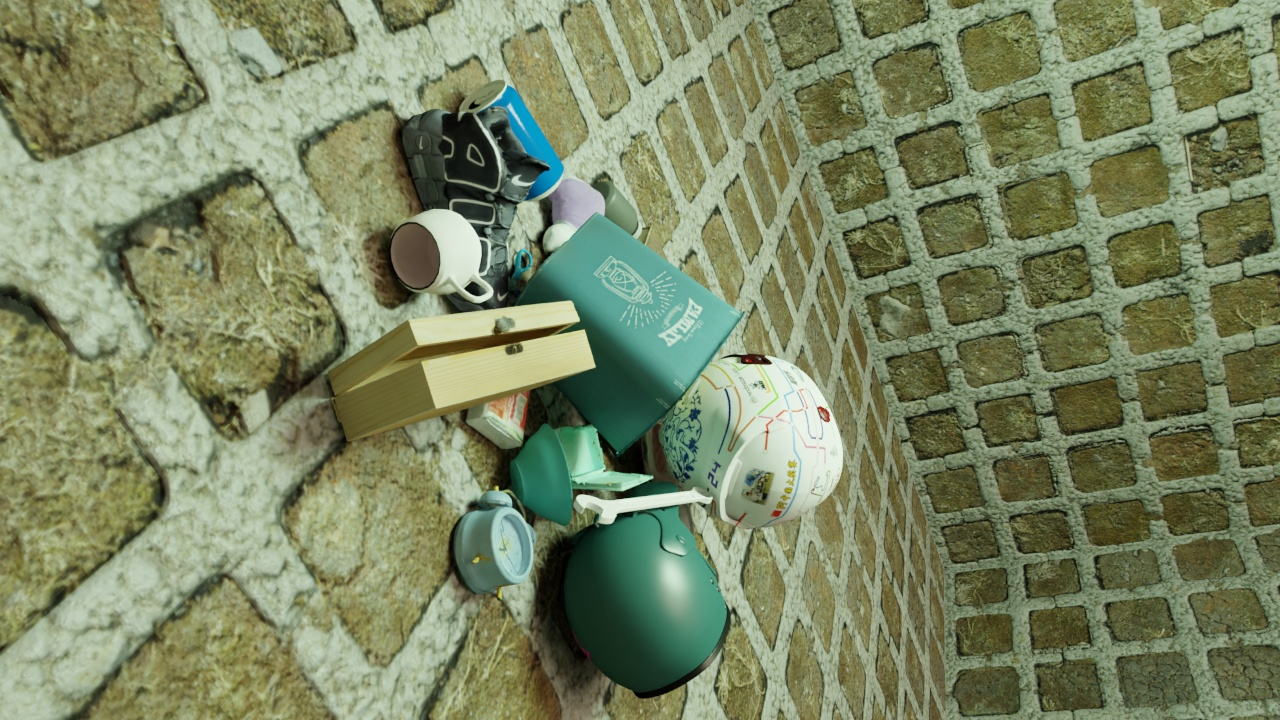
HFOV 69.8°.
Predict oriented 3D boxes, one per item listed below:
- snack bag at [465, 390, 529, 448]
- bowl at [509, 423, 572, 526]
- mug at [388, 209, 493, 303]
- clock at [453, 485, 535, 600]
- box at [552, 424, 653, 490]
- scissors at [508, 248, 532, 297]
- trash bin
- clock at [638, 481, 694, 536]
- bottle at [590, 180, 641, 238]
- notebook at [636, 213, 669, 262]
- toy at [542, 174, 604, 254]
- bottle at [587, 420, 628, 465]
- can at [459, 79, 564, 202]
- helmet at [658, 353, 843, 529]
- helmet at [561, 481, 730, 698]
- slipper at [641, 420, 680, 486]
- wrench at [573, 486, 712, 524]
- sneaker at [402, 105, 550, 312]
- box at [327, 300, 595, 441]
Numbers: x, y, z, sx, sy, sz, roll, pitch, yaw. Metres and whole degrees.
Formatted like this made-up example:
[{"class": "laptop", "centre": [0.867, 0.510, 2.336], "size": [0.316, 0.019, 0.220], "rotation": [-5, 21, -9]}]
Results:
[{"class": "snack bag", "centre": [-0.163, 0.037, 1.068], "size": [0.077, 0.036, 0.115], "rotation": [46, 38, -46]}, {"class": "bowl", "centre": [-0.121, 0.137, 1.061], "size": [0.046, 0.121, 0.121], "rotation": [-10, 85, -22]}, {"class": "mug", "centre": [-0.202, -0.104, 0.971], "size": [0.124, 0.090, 0.076], "rotation": [43, 29, 14]}, {"class": "clock", "centre": [-0.152, 0.193, 0.989], "size": [0.089, 0.052, 0.124], "rotation": [62, 24, -27]}, {"class": "box", "centre": [-0.049, 0.122, 1.163], "size": [0.187, 0.113, 0.078], "rotation": [11, 87, -76]}, {"class": "scissors", "centre": [-0.158, -0.091, 1.175], "size": [0.127, 0.014, 0.127], "rotation": [68, 27, -17]}, {"class": "trash bin", "centre": [-0.031, -0.039, 1.120], "size": [0.218, 0.200, 0.196], "rotation": [41, 52, -2]}, {"class": "clock", "centre": [0.044, 0.263, 1.360], "size": [0.159, 0.061, 0.119], "rotation": [68, 26, -14]}, {"class": "bottle", "centre": [-0.041, -0.231, 1.444], "size": [0.108, 0.060, 0.060], "rotation": [42, 41, -51]}, {"class": "notebook", "centre": [0.041, -0.123, 1.593], "size": [0.215, 0.035, 0.189], "rotation": [61, 28, -30]}, {"class": "toy", "centre": [-0.080, -0.161, 1.300], "size": [0.137, 0.086, 0.209], "rotation": [29, 46, -59]}, {"class": "bottle", "centre": [-0.048, 0.098, 1.287], "size": [0.123, 0.033, 0.032], "rotation": [62, 28, -29]}, {"class": "can", "centre": [-0.164, -0.280, 1.184], "size": [0.146, 0.079, 0.078], "rotation": [56, 31, -37]}, {"class": "helmet", "centre": [0.145, 0.108, 1.342], "size": [0.314, 0.235, 0.231], "rotation": [-119, -141, -62]}, {"class": "helmet", "centre": [0.003, 0.267, 1.137], "size": [0.200, 0.177, 0.274], "rotation": [58, 18, -6]}, {"class": "slipper", "centre": [0.057, 0.149, 1.457], "size": [0.221, 0.056, 0.106], "rotation": [30, 49, -58]}, {"class": "wrench", "centre": [0.013, 0.171, 1.112], "size": [0.272, 0.047, 0.009], "rotation": [6, 113, -56]}, {"class": "sneaker", "centre": [-0.163, -0.176, 1.043], "size": [0.097, 0.151, 0.252], "rotation": [-24, 100, -66]}, {"class": "box", "centre": [-0.171, 0.003, 0.916], "size": [0.248, 0.128, 0.092], "rotation": [-13, 88, -57]}]
